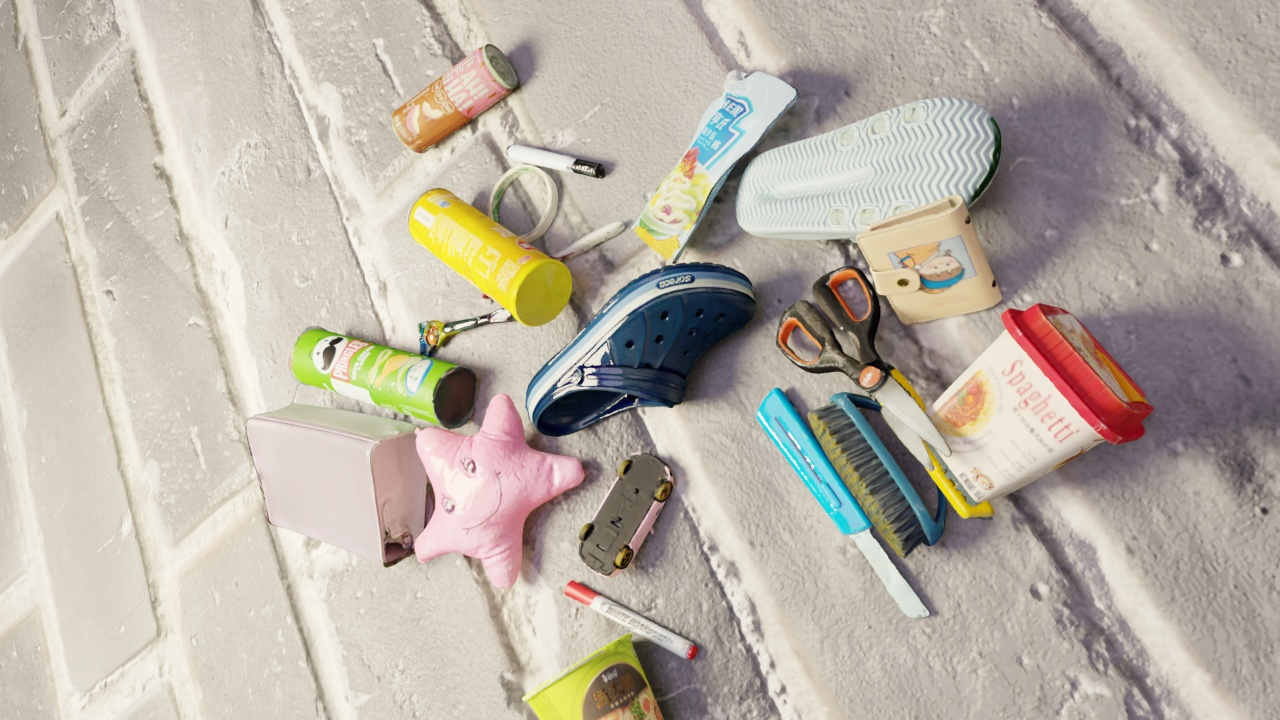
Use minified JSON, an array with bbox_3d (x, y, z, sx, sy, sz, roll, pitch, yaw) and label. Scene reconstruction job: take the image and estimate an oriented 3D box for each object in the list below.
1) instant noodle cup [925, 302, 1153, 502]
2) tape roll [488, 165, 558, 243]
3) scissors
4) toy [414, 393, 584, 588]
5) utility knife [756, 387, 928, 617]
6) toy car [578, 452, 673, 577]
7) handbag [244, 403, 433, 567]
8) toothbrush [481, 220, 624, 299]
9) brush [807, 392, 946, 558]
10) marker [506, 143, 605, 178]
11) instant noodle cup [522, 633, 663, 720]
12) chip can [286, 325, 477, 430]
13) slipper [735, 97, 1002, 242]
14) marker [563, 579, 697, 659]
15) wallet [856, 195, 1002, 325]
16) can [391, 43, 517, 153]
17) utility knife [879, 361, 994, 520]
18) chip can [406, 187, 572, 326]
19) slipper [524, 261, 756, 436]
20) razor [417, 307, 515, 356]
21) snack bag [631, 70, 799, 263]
[{"bbox_3d":[0.283,0.036,0.673,0.124,0.116,0.116,-46,62,29],"label":"instant noodle cup"},{"bbox_3d":[-0.128,-0.169,0.995,0.086,0.014,0.085,-5,79,29],"label":"tape roll"},{"bbox_3d":[0.188,-0.005,0.728,0.152,0.021,0.235,-58,36,-3],"label":"scissors"},{"bbox_3d":[-0.167,0.131,0.927,0.178,0.074,0.195,37,98,15],"label":"toy"},{"bbox_3d":[0.168,0.119,0.773,0.034,0.018,0.225,-41,65,17],"label":"utility knife"},{"bbox_3d":[-0.012,0.145,0.863,0.056,0.037,0.122,28,84,28],"label":"toy car"},{"bbox_3d":[-0.329,0.132,1.011,0.197,0.098,0.145,8,101,30],"label":"handbag"},{"bbox_3d":[-0.095,-0.107,0.965,0.188,0.016,0.017,-24,61,25],"label":"toothbrush"},{"bbox_3d":[0.199,0.084,0.742,0.073,0.055,0.143,-30,66,-3],"label":"brush"},{"bbox_3d":[-0.092,-0.212,0.979,0.131,0.022,0.018,20,81,33],"label":"marker"},{"bbox_3d":[-0.026,0.322,0.805,0.112,0.111,0.123,-37,74,19],"label":"instant noodle cup"},{"bbox_3d":[-0.290,0.017,1.024,0.236,0.072,0.072,13,88,30],"label":"chip can"},{"bbox_3d":[0.187,-0.146,0.778,0.246,0.074,0.104,-1,81,46],"label":"slipper"},{"bbox_3d":[-0.011,0.241,0.856,0.145,0.017,0.017,19,91,31],"label":"marker"},{"bbox_3d":[0.225,-0.074,0.721,0.087,0.115,0.024,-17,47,26],"label":"wallet"},{"bbox_3d":[-0.212,-0.294,1.039,0.148,0.057,0.058,-27,69,24],"label":"can"},{"bbox_3d":[0.226,0.060,0.722,0.033,0.015,0.156,-21,64,-21],"label":"utility knife"},{"bbox_3d":[-0.162,-0.111,0.956,0.213,0.072,0.072,34,99,37],"label":"chip can"},{"bbox_3d":[-0.005,0.005,0.840,0.253,0.105,0.095,-34,59,23],"label":"slipper"},{"bbox_3d":[-0.193,-0.037,1.006,0.143,0.022,0.042,-13,77,27],"label":"razor"},{"bbox_3d":[0.064,-0.186,0.862,0.191,0.039,0.110,-56,26,13],"label":"snack bag"}]
